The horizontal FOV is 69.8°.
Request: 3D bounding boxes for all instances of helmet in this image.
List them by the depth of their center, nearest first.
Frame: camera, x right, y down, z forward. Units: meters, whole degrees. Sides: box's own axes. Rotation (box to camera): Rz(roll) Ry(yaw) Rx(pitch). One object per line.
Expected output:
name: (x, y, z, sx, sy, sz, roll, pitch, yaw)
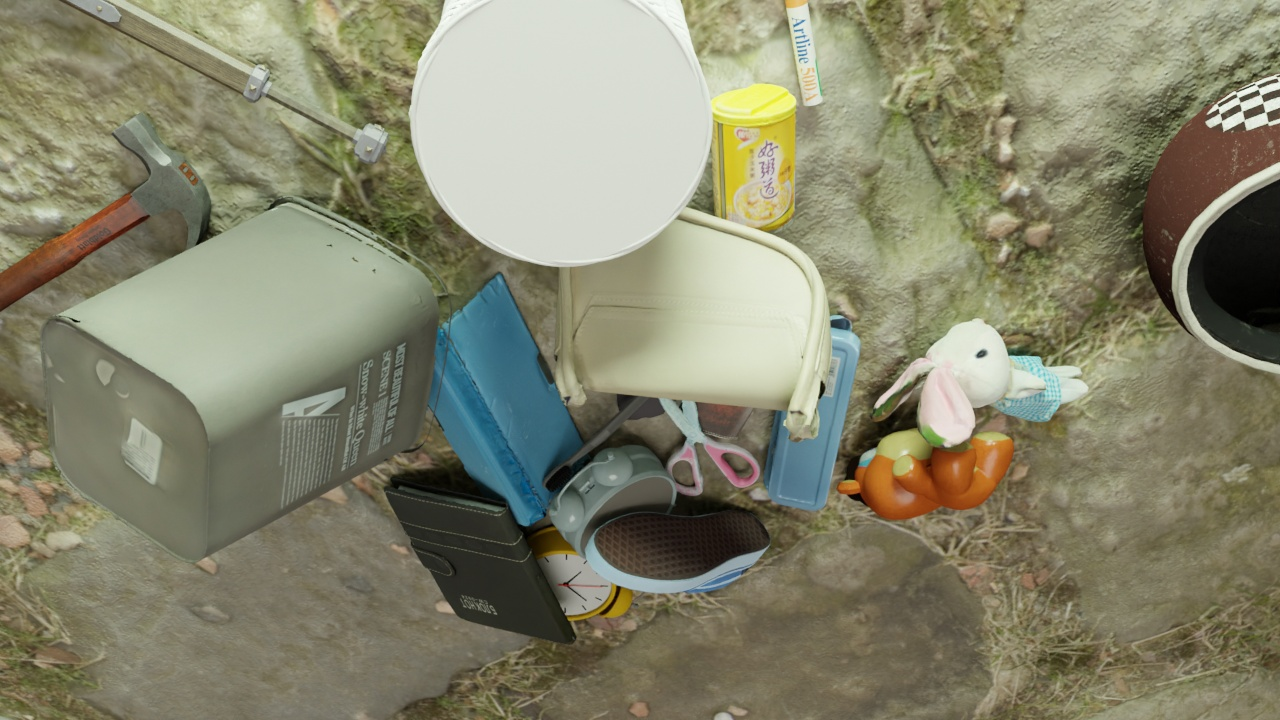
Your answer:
helmet: (0.507, -0.109, 0.683, 0.234, 0.252, 0.233, -6, 122, 30)

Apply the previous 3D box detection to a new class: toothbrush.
toothbrush: (-0.030, 0.064, 0.872, 0.167, 0.013, 0.013, -44, 130, -3)

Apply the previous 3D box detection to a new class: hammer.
hammer: (-0.335, -0.235, 0.678, 0.316, 0.028, 0.147, 26, 119, -20)
hammer: (-0.492, -0.085, 0.770, 0.301, 0.028, 0.111, -26, 121, 14)

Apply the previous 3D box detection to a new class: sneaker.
sneaker: (0.029, 0.210, 0.925, 0.240, 0.083, 0.098, 5, 131, -46)

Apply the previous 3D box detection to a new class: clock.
clock: (-0.029, 0.139, 0.903, 0.122, 0.045, 0.159, -45, 146, 2)
clock: (-0.066, 0.236, 1.004, 0.152, 0.052, 0.114, 3, 124, -2)

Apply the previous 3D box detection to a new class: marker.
marker: (0.119, -0.265, 0.696, 0.017, 0.017, 0.146, -14, 124, 6)

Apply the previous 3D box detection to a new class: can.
can: (0.090, -0.160, 0.734, 0.067, 0.067, 0.105, -6, 125, 0)

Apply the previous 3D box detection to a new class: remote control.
remote control: (-0.005, 0.005, 0.875, 0.046, 0.009, 0.125, -8, 124, 2)

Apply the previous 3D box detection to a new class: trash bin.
trash bin: (-0.294, 0.013, 0.694, 0.197, 0.219, 0.198, 27, 122, 14)

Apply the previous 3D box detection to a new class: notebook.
notebook: (-0.168, 0.211, 0.952, 0.170, 0.029, 0.209, 4, 128, 31)

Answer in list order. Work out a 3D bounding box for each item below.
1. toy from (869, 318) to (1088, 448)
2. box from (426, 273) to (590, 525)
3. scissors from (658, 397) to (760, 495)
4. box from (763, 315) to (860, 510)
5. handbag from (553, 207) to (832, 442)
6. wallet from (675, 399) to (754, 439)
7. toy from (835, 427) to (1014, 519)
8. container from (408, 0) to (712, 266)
toy: (0.332, 0.013, 0.859, 0.205, 0.131, 0.106, -5, 104, -15)
box: (-0.135, 0.033, 0.868, 0.110, 0.094, 0.232, -40, 125, -25)
scissors: (0.041, 0.084, 0.910, 0.108, 0.016, 0.179, -20, 134, 24)
box: (0.165, 0.049, 0.901, 0.069, 0.063, 0.210, 10, 123, 9)
handbag: (0.045, -0.018, 0.735, 0.229, 0.183, 0.132, 5, 148, 22)
wallet: (0.086, 0.019, 0.884, 0.072, 0.019, 0.123, 18, 121, -15)
toy: (0.271, 0.112, 0.896, 0.112, 0.096, 0.177, -7, 158, -37)
container: (-0.052, -0.188, 0.633, 0.189, 0.186, 0.190, -2, 124, -3)
